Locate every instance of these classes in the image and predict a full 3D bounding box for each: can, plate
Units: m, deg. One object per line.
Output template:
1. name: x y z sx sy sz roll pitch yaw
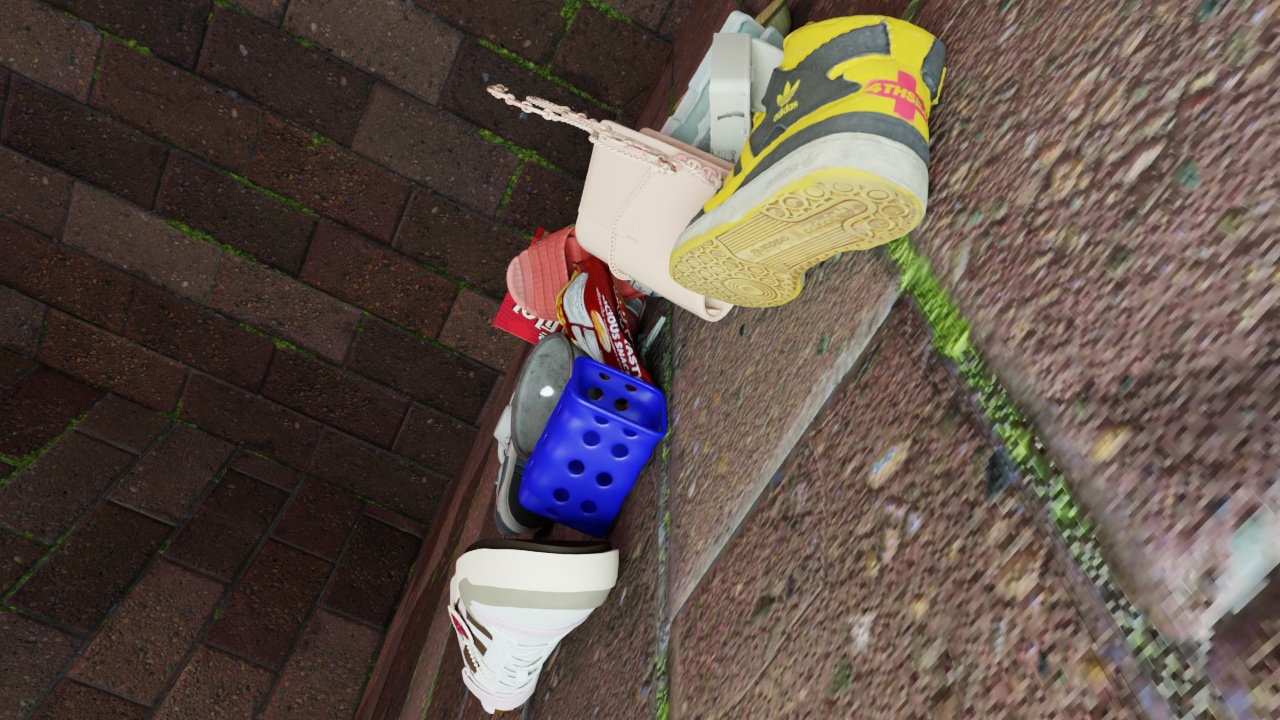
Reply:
1. can: -0.029 -0.040 1.059 0.054 0.054 0.096 -52 16 50
2. plate: 0.114 -0.332 1.013 0.184 0.036 0.184 -44 13 12

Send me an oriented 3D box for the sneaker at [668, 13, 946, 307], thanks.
1. sneaker: 0.089 -0.112 0.535 0.239 0.086 0.122 155 133 -68

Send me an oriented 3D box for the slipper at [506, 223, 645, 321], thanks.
1. slipper: -0.066 -0.100 1.022 0.249 0.059 0.103 -7 87 37

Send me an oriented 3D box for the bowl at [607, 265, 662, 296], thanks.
1. bowl: 0.032 -0.105 0.839 0.115 0.059 0.115 -45 -1 -2

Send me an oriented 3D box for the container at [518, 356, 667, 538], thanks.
1. container: -0.041 0.073 0.766 0.114 0.085 0.084 -62 11 22

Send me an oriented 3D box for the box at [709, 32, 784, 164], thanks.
1. box: 0.098 -0.214 0.782 0.144 0.081 0.181 85 -171 -45

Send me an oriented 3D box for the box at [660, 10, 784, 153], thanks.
1. box: 0.068 -0.231 0.886 0.199 0.072 0.085 -57 -9 13

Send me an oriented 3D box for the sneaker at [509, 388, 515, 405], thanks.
1. sneaker: -0.115 0.030 1.253 0.235 0.084 0.079 -60 11 4

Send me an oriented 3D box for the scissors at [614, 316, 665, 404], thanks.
1. scissors: -0.007 0.011 0.925 0.130 0.019 0.135 -161 90 -76

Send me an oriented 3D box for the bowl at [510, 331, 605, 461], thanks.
1. bowl: -0.083 0.047 1.018 0.145 0.067 0.144 -34 48 49

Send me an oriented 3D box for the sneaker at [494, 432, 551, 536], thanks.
1. sneaker: -0.133 0.113 1.120 0.125 0.089 0.239 -49 22 48

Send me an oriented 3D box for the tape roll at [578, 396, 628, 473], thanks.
1. tape roll: -0.044 0.084 0.903 0.094 0.030 0.093 -61 11 20

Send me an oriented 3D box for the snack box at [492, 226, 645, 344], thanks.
1. snack box: -0.088 -0.073 1.155 0.133 0.152 0.035 -59 11 27

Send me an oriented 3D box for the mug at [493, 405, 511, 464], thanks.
1. mug: -0.151 0.111 1.209 0.107 0.089 0.071 -61 11 20

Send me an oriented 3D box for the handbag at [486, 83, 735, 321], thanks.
1. handbag: -0.026 -0.114 0.685 0.199 0.186 0.117 34 113 37

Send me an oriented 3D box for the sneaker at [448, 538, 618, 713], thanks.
1. sneaker: -0.095 0.212 0.715 0.295 0.111 0.116 137 135 -60

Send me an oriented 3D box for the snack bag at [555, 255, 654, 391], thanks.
1. snack bag: -0.038 -0.035 0.879 0.066 0.139 0.208 -20 10 -6
